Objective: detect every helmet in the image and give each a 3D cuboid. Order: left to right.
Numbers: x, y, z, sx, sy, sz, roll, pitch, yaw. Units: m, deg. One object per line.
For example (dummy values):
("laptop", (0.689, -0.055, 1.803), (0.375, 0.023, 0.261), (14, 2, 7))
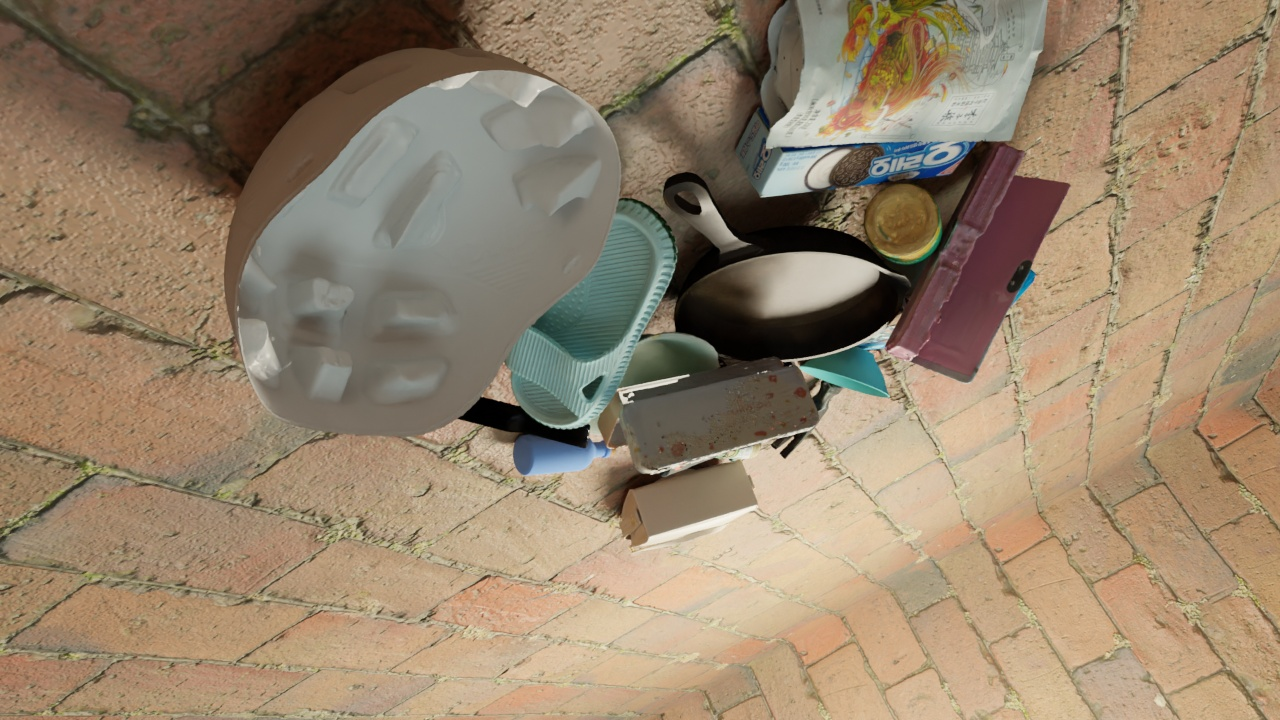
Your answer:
("helmet", (-0.145, -0.085, 0.601), (0.283, 0.183, 0.223), (-38, 155, 34))

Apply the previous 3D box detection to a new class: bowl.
("bowl", (-0.006, 0.006, 0.980), (0.174, 0.068, 0.174), (-18, 149, -12))
("bowl", (0.273, 0.007, 1.199), (0.121, 0.121, 0.046), (24, 84, -54))

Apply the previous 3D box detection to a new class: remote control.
("remote control", (-0.123, 0.066, 0.959), (0.140, 0.021, 0.045), (13, 148, 1))

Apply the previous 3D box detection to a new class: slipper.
("slipper", (-0.057, -0.028, 0.841), (0.069, 0.116, 0.277), (-35, 163, -51))

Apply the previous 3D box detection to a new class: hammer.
("hammer", (0.141, 0.097, 1.197), (0.332, 0.033, 0.133), (-11, 139, -46))

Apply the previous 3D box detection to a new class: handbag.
("handbag", (0.061, 0.233, 1.390), (0.194, 0.101, 0.198), (-13, 160, -17))

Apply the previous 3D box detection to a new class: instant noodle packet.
("instant noodle packet", (0.226, -0.243, 0.749), (0.268, 0.057, 0.147), (-9, 124, -23))

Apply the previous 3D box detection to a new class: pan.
("pan", (0.116, -0.091, 0.888), (0.249, 0.043, 0.356), (-14, 151, 26))

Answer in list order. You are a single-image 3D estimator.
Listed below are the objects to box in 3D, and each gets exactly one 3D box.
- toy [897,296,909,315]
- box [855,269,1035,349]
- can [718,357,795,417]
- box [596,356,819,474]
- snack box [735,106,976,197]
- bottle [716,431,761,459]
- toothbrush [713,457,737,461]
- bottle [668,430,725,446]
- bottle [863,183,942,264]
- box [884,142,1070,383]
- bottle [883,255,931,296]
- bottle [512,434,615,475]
("toy", (0.296, -0.075, 1.118), (0.066, 0.050, 0.102), (-8, 177, 40))
("box", (0.362, -0.040, 1.113), (0.174, 0.063, 0.243), (-26, 174, 0))
("can", (0.111, 0.034, 1.104), (0.146, 0.080, 0.080), (-18, 150, -14))
("box", (0.067, 0.057, 0.977), (0.216, 0.095, 0.108), (-12, 174, -24))
("snack box", (0.198, -0.195, 0.822), (0.226, 0.059, 0.060), (-12, 152, -25))
("bottle", (0.127, 0.119, 1.299), (0.109, 0.042, 0.043), (9, 136, -48))
("toothbrush", (0.099, 0.136, 1.329), (0.132, 0.016, 0.021), (8, 146, -46))
("bottle", (0.050, 0.091, 1.174), (0.056, 0.056, 0.160), (-40, 148, 24))
("bottle", (0.270, -0.131, 0.928), (0.068, 0.068, 0.209), (-36, 171, 17))
("box", (0.350, -0.094, 0.945), (0.232, 0.098, 0.099), (-63, 170, 0))
("bottle", (0.336, -0.105, 1.076), (0.108, 0.060, 0.060), (-3, 144, -38))
("bottle", (-0.086, 0.110, 1.106), (0.131, 0.048, 0.048), (0, 142, -38))
